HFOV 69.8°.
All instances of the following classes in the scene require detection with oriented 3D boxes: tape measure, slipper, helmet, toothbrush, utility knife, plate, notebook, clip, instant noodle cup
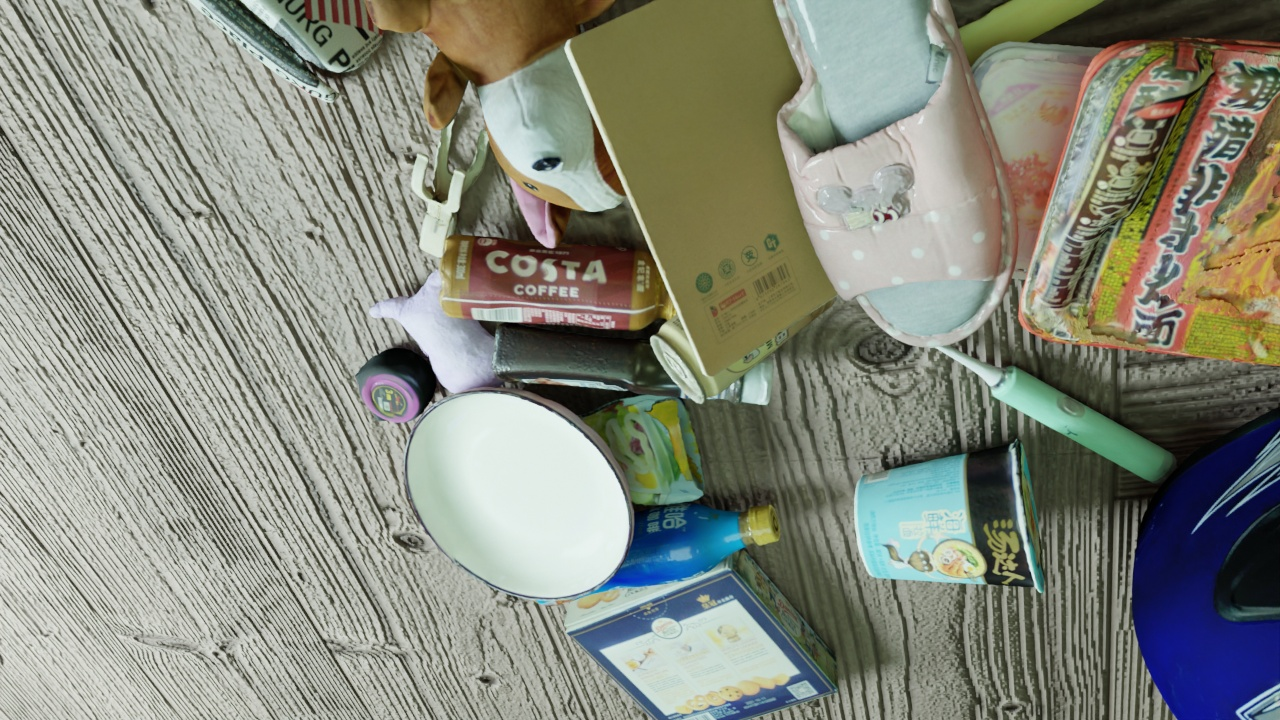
[{"bbox_3d":[-0.190,0.019,0.723,0.058,0.039,0.057,-7,122,20],"label":"tape measure"},{"bbox_3d":[0.133,-0.122,0.503,0.114,0.054,0.274,-4,119,34],"label":"slipper"},{"bbox_3d":[0.481,0.158,0.561,0.316,0.239,0.247,-37,121,26],"label":"helmet"},{"bbox_3d":[0.283,0.028,0.651,0.224,0.026,0.027,28,149,-8],"label":"toothbrush"},{"bbox_3d":[0.195,-0.185,0.528,0.206,0.021,0.031,-26,111,18],"label":"utility knife"},{"bbox_3d":[-0.092,0.100,0.718,0.192,0.038,0.193,9,118,16],"label":"plate"},{"bbox_3d":[0.059,-0.113,0.536,0.147,0.008,0.208,-32,112,-19],"label":"notebook"},{"bbox_3d":[-0.134,-0.108,0.612,0.035,0.094,0.103,23,113,-6],"label":"clip"},{"bbox_3d":[0.226,0.120,0.680,0.121,0.111,0.111,-11,121,25],"label":"instant noodle cup"},{"bbox_3d":[0.264,-0.117,0.537,0.173,0.060,0.138,6,124,4],"label":"instant noodle cup"},{"bbox_3d":[0.301,-0.083,0.469,0.189,0.078,0.165,8,125,7],"label":"instant noodle cup"}]

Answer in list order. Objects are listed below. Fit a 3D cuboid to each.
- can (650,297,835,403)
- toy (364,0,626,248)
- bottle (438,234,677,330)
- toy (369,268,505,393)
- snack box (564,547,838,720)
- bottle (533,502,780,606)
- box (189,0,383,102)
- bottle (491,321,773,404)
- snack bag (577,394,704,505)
[{"bbox_3d":[0.068,-0.027,0.601,0.116,0.058,0.058,-38,116,-11],"label":"can"},{"bbox_3d":[-0.057,-0.162,0.534,0.140,0.130,0.200,-17,128,18],"label":"toy"},{"bbox_3d":[-0.047,-0.052,0.631,0.175,0.057,0.058,4,124,-2],"label":"bottle"},{"bbox_3d":[-0.144,-0.015,0.691,0.084,0.038,0.108,-22,119,23],"label":"toy"},{"bbox_3d":[0.056,0.259,0.835,0.178,0.045,0.182,-27,115,25],"label":"snack box"},{"bbox_3d":[0.007,0.155,0.763,0.219,0.065,0.065,-16,119,19],"label":"bottle"},{"bbox_3d":[-0.244,-0.228,0.562,0.162,0.076,0.088,42,145,-21],"label":"box"},{"bbox_3d":[-0.004,0.004,0.657,0.195,0.080,0.044,6,87,5],"label":"bottle"},{"bbox_3d":[-0.050,0.077,0.739,0.191,0.038,0.110,-7,126,18],"label":"snack bag"}]
